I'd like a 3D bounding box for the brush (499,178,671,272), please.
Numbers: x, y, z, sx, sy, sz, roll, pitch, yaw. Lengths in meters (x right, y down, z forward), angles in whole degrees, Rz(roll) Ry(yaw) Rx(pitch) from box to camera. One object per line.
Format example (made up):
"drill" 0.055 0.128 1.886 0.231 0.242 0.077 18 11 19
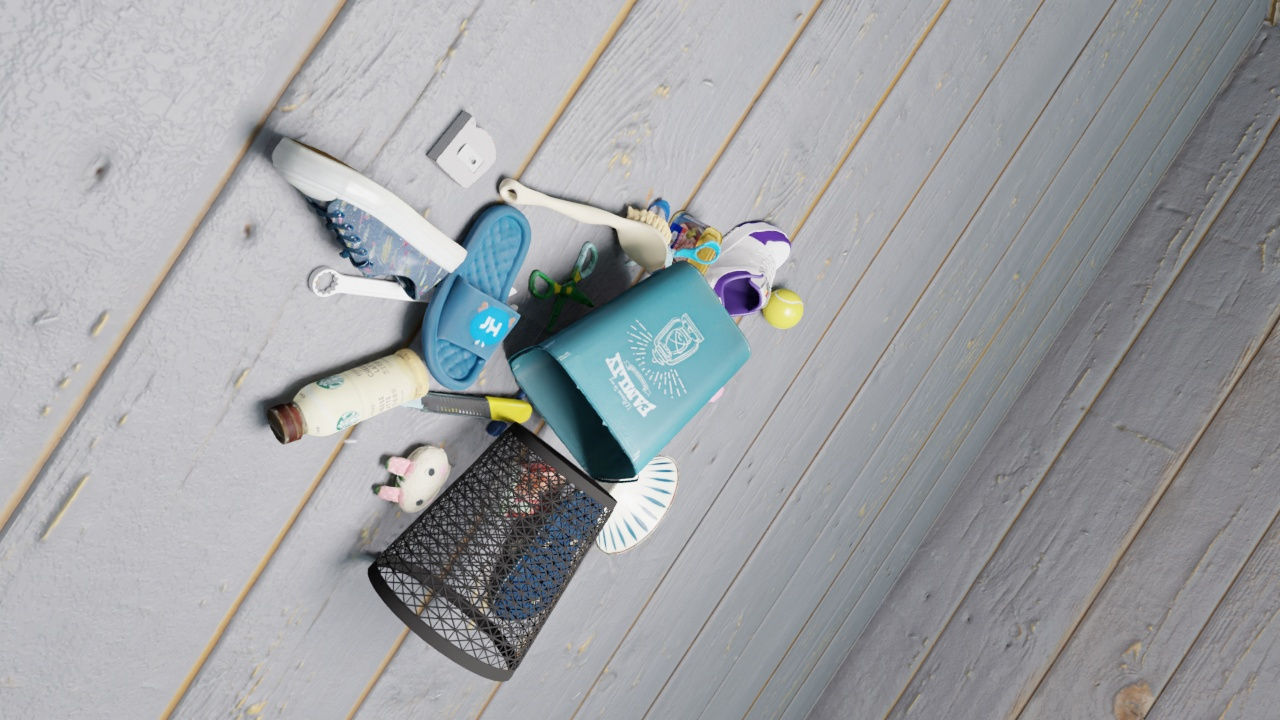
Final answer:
"brush" -0.059 -0.169 1.090 0.062 0.077 0.271 -33 150 33

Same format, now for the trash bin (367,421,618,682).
"trash bin" -0.166 0.220 1.117 0.243 0.217 0.217 -52 145 -5

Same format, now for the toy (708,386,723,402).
"toy" 0.105 0.001 1.378 0.123 0.067 0.157 -60 165 1

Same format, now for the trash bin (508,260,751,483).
"trash bin" -0.007 0.007 1.120 0.218 0.199 0.196 -39 99 -21

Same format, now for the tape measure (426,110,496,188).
"tape measure" -0.179 -0.212 0.937 0.060 0.020 0.062 -52 145 -6

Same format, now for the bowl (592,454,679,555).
"bowl" -0.026 0.206 1.410 0.176 0.071 0.178 -30 137 -33

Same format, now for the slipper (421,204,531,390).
"slipper" -0.174 -0.069 1.003 0.103 0.059 0.213 25 85 -52

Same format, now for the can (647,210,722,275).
"can" 0.061 -0.146 1.245 0.054 0.059 0.100 18 102 -54

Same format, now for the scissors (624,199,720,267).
"scissors" 0.038 -0.149 1.204 0.014 0.127 0.133 -61 134 -76

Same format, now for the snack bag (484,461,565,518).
"snack bag" -0.156 0.178 1.261 0.115 0.036 0.077 10 108 -53

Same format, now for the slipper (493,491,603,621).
"slipper" -0.143 0.274 1.326 0.118 0.060 0.296 -3 134 -44

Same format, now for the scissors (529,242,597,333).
"scissors" -0.091 -0.094 1.146 0.131 0.011 0.125 -58 144 2

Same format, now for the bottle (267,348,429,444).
"bottle" -0.303 0.039 0.956 0.161 0.056 0.057 -25 134 -37

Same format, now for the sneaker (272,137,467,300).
"sneaker" -0.255 -0.122 0.862 0.079 0.087 0.235 -57 149 -3

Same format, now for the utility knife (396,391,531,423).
"utility knife" -0.214 0.053 1.098 0.202 0.020 0.029 11 104 -46

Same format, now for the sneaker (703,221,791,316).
"sneaker" 0.157 -0.124 1.332 0.243 0.111 0.092 -31 137 -32

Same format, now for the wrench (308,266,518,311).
"wrench" -0.233 -0.072 0.993 0.272 0.009 0.047 4 114 -51

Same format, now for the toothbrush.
"toothbrush" -0.132 0.023 1.185 0.190 0.016 0.017 -51 152 -8

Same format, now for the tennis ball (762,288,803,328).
"tennis ball" 0.232 -0.084 1.495 0.065 0.065 0.065 -30 137 -33

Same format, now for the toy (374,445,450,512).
"toy" -0.262 0.142 1.100 0.112 0.050 0.087 14 106 -48
